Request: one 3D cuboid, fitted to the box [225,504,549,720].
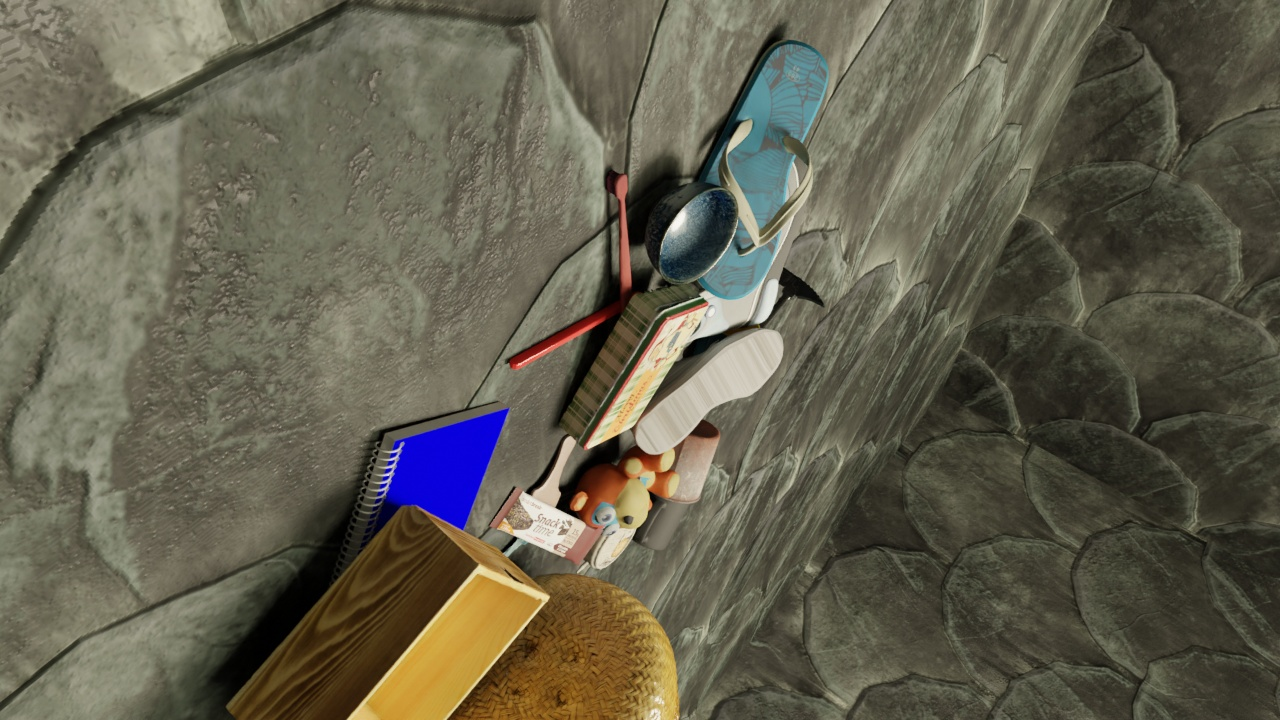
[{"bbox_3d":[-0.158,0.366,0.855,0.286,0.336,0.279,-48,163,-9],"label":"box"}]

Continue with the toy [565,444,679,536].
[{"bbox_3d":[-0.030,0.174,1.204,0.176,0.096,0.112,-24,139,-9],"label":"toy"}]

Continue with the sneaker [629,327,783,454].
[{"bbox_3d":[0.074,0.023,1.196,0.236,0.089,0.099,-34,125,-11],"label":"sneaker"}]

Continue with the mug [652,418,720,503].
[{"bbox_3d":[0.050,0.140,1.311,0.122,0.096,0.110,-12,118,-58],"label":"mug"}]

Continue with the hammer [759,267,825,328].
[{"bbox_3d":[0.142,0.009,1.366,0.325,0.095,0.015,-51,157,1],"label":"hammer"}]

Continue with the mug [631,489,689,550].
[{"bbox_3d":[0.019,0.232,1.374,0.088,0.078,0.113,-63,170,11],"label":"mug"}]

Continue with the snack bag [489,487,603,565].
[{"bbox_3d":[-0.110,0.202,1.106,0.158,0.013,0.057,37,88,-42],"label":"snack bag"}]

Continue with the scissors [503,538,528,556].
[{"bbox_3d":[-0.144,0.216,1.129,0.141,0.015,0.076,-40,153,-45],"label":"scissors"}]

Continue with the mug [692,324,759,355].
[{"bbox_3d":[0.108,-0.008,1.273,0.078,0.078,0.122,-30,149,-47],"label":"mug"}]

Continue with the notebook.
[{"bbox_3d":[-0.218,0.146,0.891,0.171,0.022,0.209,-16,133,-59],"label":"notebook"}]

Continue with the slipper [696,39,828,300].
[{"bbox_3d":[0.131,-0.207,1.018,0.060,0.118,0.295,-115,-137,-73],"label":"slipper"}]

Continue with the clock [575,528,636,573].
[{"bbox_3d":[-0.037,0.229,1.295,0.157,0.061,0.103,-58,157,5],"label":"clock"}]

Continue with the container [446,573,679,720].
[{"bbox_3d":[-0.103,0.417,1.112,0.306,0.307,0.197,-45,146,-27],"label":"container"}]

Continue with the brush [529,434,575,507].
[{"bbox_3d":[-0.113,0.150,1.108,0.049,0.015,0.136,18,97,-53],"label":"brush"}]

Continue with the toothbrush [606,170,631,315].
[{"bbox_3d":[-0.020,-0.115,0.943,0.016,0.016,0.190,-43,150,-30],"label":"toothbrush"}]

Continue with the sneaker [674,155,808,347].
[{"bbox_3d":[0.105,-0.135,1.105,0.160,0.093,0.257,-24,140,-39],"label":"sneaker"}]

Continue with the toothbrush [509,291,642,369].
[{"bbox_3d":[-0.064,-0.031,0.979,0.211,0.012,0.018,-32,146,-45],"label":"toothbrush"}]

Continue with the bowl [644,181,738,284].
[{"bbox_3d":[0.045,-0.145,0.981,0.114,0.061,0.115,-30,143,-26],"label":"bowl"}]

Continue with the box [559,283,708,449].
[{"bbox_3d":[-0.006,0.006,1.052,0.117,0.051,0.206,-17,145,-56],"label":"box"}]
